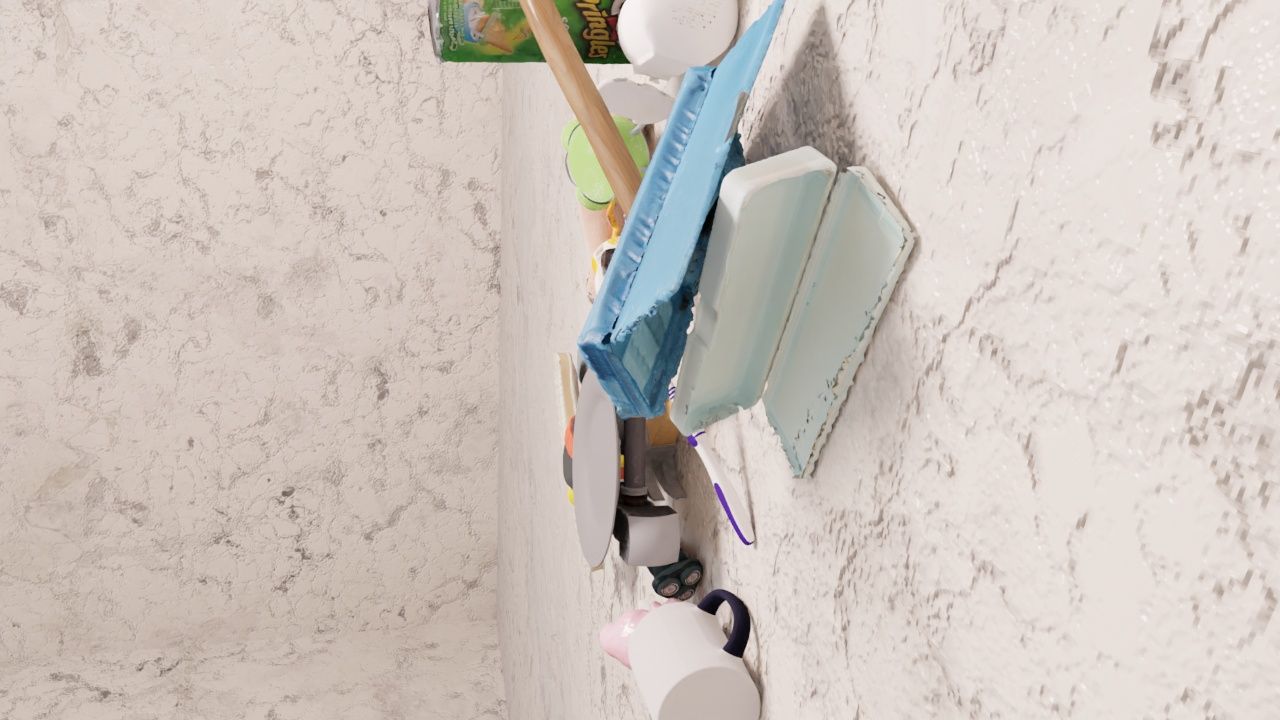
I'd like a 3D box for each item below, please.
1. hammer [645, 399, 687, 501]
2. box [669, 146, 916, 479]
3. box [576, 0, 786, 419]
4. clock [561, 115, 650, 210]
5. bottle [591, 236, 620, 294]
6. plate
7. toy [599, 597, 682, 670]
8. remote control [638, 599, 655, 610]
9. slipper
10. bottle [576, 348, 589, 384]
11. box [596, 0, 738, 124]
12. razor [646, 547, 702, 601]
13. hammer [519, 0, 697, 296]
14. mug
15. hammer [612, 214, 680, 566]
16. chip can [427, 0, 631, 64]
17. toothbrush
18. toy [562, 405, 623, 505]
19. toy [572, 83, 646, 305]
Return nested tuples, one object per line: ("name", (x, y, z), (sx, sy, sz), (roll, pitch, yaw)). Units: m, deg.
("hammer", (0.043, 0.028, 0.763), (0.329, 0.039, 0.131), (121, 144, -66))
("box", (0.089, -0.013, 0.524), (0.096, 0.085, 0.199), (47, 147, 29))
("box", (0.024, -0.097, 0.564), (0.173, 0.066, 0.231), (100, -171, -62))
("clock", (-0.037, -0.201, 0.920), (0.120, 0.042, 0.094), (-3, 106, 50))
("bottle", (-0.014, -0.073, 0.931), (0.063, 0.063, 0.108), (106, 160, -52))
("plate", (-0.037, 0.092, 0.815), (0.178, 0.012, 0.178), (-179, 91, -75))
("toy", (0.019, 0.249, 0.804), (0.093, 0.102, 0.050), (-59, -11, 19))
("remote control", (0.022, 0.280, 0.899), (0.138, 0.025, 0.060), (-176, 85, -77))
("slipper", (-0.064, 0.117, 1.090), (0.115, 0.052, 0.262), (139, 122, -77))
("bottle", (-0.041, 0.024, 1.095), (0.161, 0.046, 0.072), (-128, 39, -69))
("box", (0.014, -0.249, 0.738), (0.160, 0.084, 0.119), (-133, 51, -72))
("razor", (0.022, 0.187, 0.859), (0.052, 0.047, 0.143), (65, 172, -8))
("hammer", (-0.037, -0.193, 0.728), (0.098, 0.052, 0.328), (-30, 84, 35))
("mug", (0.047, 0.230, 0.704), (0.112, 0.078, 0.097), (-61, 18, 6))
("hammer", (-0.005, 0.007, 0.797), (0.156, 0.043, 0.322), (-162, 72, -74))
("chip can", (-0.070, -0.294, 0.796), (0.075, 0.223, 0.075), (175, 91, -79))
("toothbrush", (0.040, 0.053, 0.691), (0.186, 0.015, 0.016), (63, 151, 13))
("toy", (-0.031, 0.083, 0.959), (0.099, 0.097, 0.119), (-116, 35, -47))
("toy", (-0.029, -0.166, 1.001), (0.196, 0.065, 0.264), (-157, 60, -65))
